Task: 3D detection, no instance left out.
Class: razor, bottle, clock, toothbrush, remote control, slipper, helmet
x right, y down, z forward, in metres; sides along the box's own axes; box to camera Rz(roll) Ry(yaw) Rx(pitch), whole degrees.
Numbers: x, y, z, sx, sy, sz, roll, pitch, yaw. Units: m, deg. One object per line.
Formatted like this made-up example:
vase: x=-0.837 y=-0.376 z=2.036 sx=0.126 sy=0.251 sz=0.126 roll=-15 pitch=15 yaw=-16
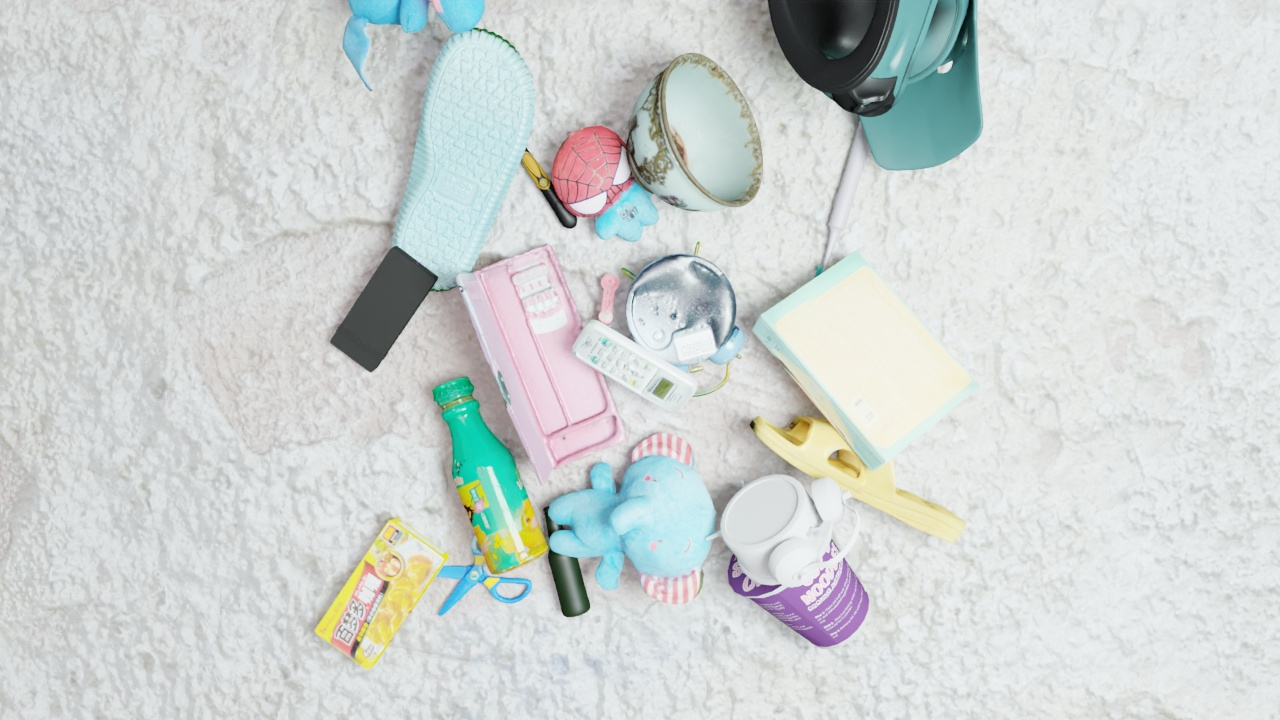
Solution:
razor: x=-0.112 y=-0.203 z=0.984 sx=0.044 sy=0.021 sz=0.144 roll=-34 pitch=97 yaw=1
bottle: x=-0.085 y=0.220 z=1.013 sx=0.033 sy=0.033 sz=0.123 roll=-14 pitch=95 yaw=-1
clock: x=0.149 y=0.171 z=0.916 sx=0.061 sy=0.159 sz=0.119 roll=52 pitch=59 yaw=-29
toothbrush: x=0.222 y=-0.176 z=0.997 sx=0.019 sy=0.018 sz=0.188 roll=16 pitch=94 yaw=-1
clock: x=0.047 y=-0.039 z=0.982 sx=0.118 sy=0.060 sz=0.162 roll=-16 pitch=96 yaw=0
bottle: x=-0.166 y=0.121 z=0.983 sx=0.068 sy=0.068 sz=0.209 roll=-22 pitch=88 yaw=0
remote control: x=-0.006 y=0.006 z=0.954 sx=0.133 sy=0.022 sz=0.050 roll=31 pitch=126 yaw=-7
remote control: x=-0.273 y=-0.053 z=0.975 sx=0.058 sy=0.013 sz=0.134 roll=38 pitch=109 yaw=-5
slipper: x=0.240 y=0.109 z=0.984 sx=0.263 sy=0.099 sz=0.078 roll=28 pitch=91 yaw=-8
slipper: x=-0.186 y=-0.203 z=0.959 sx=0.116 sy=0.069 sz=0.277 roll=21 pitch=109 yaw=-4
helmet: x=0.239 y=-0.336 z=0.896 sx=0.177 sy=0.199 sz=0.274 roll=-13 pitch=79 yaw=42

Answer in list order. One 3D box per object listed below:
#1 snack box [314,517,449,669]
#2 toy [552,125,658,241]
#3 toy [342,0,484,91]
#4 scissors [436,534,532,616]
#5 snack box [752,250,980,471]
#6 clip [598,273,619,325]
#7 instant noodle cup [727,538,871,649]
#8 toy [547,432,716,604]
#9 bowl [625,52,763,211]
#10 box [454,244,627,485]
snack box: x=-0.284 y=0.256 z=1.008 sx=0.075 sy=0.025 sz=0.152 roll=35 pitch=93 yaw=3
toy: x=-0.036 y=-0.183 z=0.969 sx=0.092 sy=0.062 sz=0.133 roll=-43 pitch=106 yaw=7
toy: x=-0.217 y=-0.377 z=0.903 sx=0.192 sy=0.099 sz=0.224 roll=16 pitch=81 yaw=30
scissors: x=-0.182 y=0.231 z=1.020 sx=0.125 sy=0.016 sz=0.123 roll=4 pitch=90 yaw=-2
snack box: x=0.232 y=-0.004 z=0.948 sx=0.141 sy=0.044 sz=0.193 roll=-34 pitch=75 yaw=-21
clip: x=-0.035 y=-0.063 z=1.000 sx=0.023 sy=0.045 sz=0.059 roll=7 pitch=62 yaw=-5
instant noodle cup: x=0.180 y=0.236 z=0.991 sx=0.122 sy=0.136 sz=0.122 roll=-34 pitch=111 yaw=26
toy: x=-0.009 y=0.166 z=0.972 sx=0.180 sy=0.115 sz=0.183 roll=-3 pitch=76 yaw=-1
bowl: x=0.042 y=-0.219 z=0.939 sx=0.094 sy=0.159 sz=0.160 roll=-15 pitch=97 yaw=40
box: x=-0.099 y=0.001 z=0.953 sx=0.106 sy=0.115 sz=0.232 roll=-20 pitch=95 yaw=-1
